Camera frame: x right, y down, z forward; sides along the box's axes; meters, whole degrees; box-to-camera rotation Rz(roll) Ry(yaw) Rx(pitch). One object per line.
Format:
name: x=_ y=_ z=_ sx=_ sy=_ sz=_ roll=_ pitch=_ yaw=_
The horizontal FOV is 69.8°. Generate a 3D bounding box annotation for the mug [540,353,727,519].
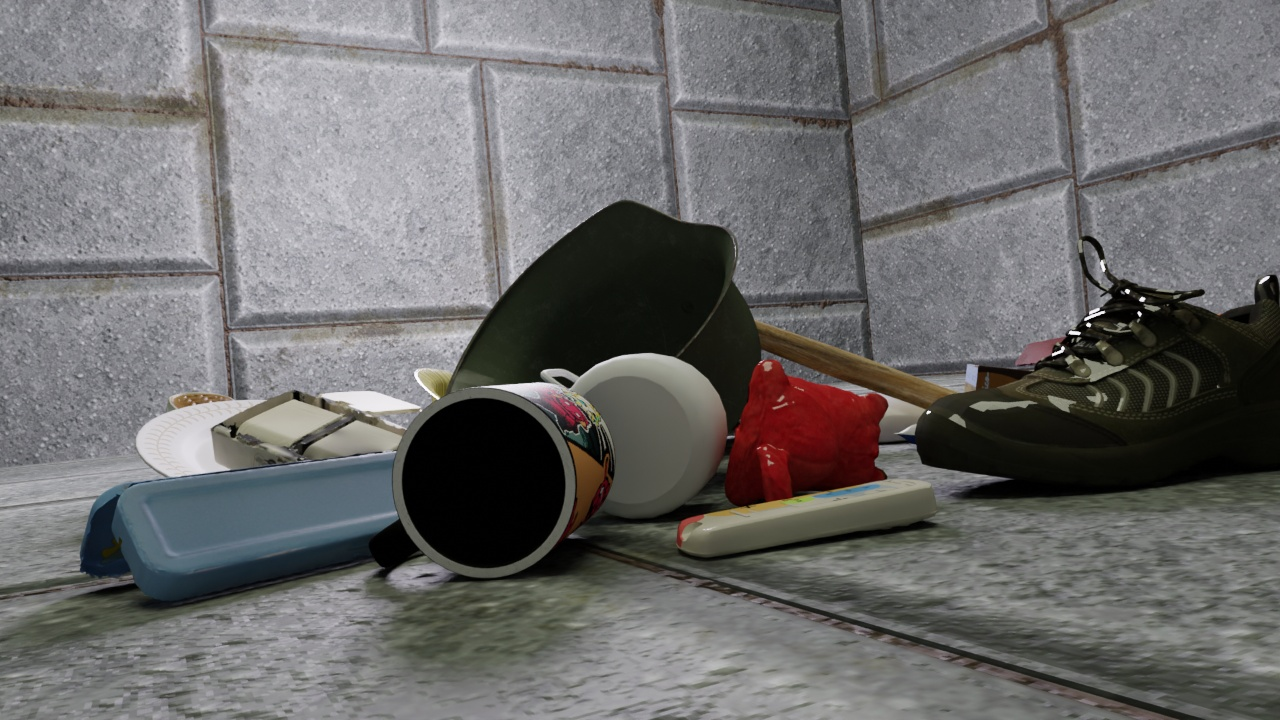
mug: x=-0.007 y=0.037 z=0.540 sx=0.115 sy=0.094 sz=0.068 roll=33 pitch=9 yaw=11

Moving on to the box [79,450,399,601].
box: x=-0.172 y=0.093 z=0.489 sx=0.208 sy=0.073 sz=0.086 roll=-3 pitch=-43 yaw=-46

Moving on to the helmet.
helmet: x=-0.004 y=0.004 z=0.705 sx=0.269 sy=0.226 sz=0.154 roll=-21 pitch=-53 yaw=43

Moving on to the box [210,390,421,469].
box: x=-0.232 y=0.066 z=0.752 sx=0.144 sy=0.058 sz=0.187 roll=16 pitch=16 yaw=23

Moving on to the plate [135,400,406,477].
plate: x=-0.294 y=0.080 z=0.781 sx=0.242 sy=0.016 sz=0.242 roll=12 pitch=12 yaw=-3

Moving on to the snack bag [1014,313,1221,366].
snack bag: x=0.403 y=0.002 z=0.678 sx=0.207 sy=0.067 sz=0.139 roll=-5 pitch=11 yaw=-21

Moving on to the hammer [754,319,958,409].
hammer: x=0.148 y=-0.009 z=0.828 sx=0.330 sy=0.033 sz=0.132 roll=19 pitch=-22 yaw=-1

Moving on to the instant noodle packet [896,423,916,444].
instant noodle packet: x=0.281 y=0.056 z=0.740 sx=0.087 sy=0.026 sz=0.134 roll=-5 pitch=-1 yaw=-19

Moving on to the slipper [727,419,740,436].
slipper: x=0.091 y=0.067 z=1.033 sx=0.115 sy=0.052 sz=0.262 roll=-2 pitch=7 yaw=29

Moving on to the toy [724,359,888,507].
toy: x=0.099 y=0.048 z=0.520 sx=0.094 sy=0.088 sz=0.132 roll=12 pitch=15 yaw=11

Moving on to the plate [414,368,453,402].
plate: x=-0.126 y=0.065 z=0.835 sx=0.184 sy=0.036 sz=0.184 roll=26 pitch=5 yaw=-3

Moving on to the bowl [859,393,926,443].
bowl: x=0.242 y=0.054 z=0.913 sx=0.149 sy=0.043 sz=0.149 roll=-5 pitch=-1 yaw=0

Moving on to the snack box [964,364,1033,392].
snack box: x=0.347 y=0.029 z=0.694 sx=0.186 sy=0.031 sz=0.101 roll=6 pitch=2 yaw=15

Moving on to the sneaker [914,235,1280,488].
sneaker: x=0.273 y=-0.005 z=0.521 sx=0.238 sy=0.143 sz=0.101 roll=-5 pitch=0 yaw=-7

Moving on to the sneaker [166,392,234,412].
sneaker: x=-0.389 y=0.096 z=0.867 sx=0.087 sy=0.079 sz=0.236 roll=-4 pitch=16 yaw=-45

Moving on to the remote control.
remote control: x=0.078 y=0.073 z=0.425 sx=0.125 sy=0.018 sz=0.038 roll=-7 pitch=-1 yaw=-17

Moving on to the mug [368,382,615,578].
mug: x=-0.075 y=0.062 z=0.441 sx=0.118 sy=0.082 sz=0.098 roll=-33 pitch=-5 yaw=7
